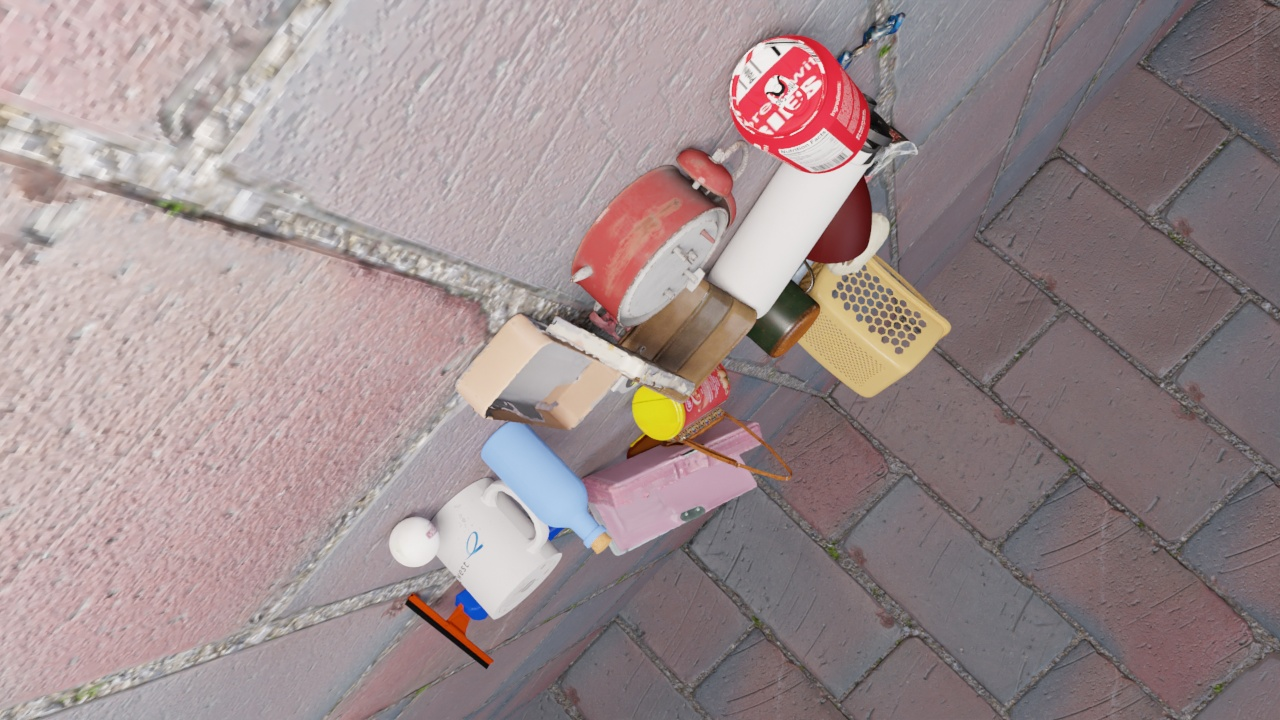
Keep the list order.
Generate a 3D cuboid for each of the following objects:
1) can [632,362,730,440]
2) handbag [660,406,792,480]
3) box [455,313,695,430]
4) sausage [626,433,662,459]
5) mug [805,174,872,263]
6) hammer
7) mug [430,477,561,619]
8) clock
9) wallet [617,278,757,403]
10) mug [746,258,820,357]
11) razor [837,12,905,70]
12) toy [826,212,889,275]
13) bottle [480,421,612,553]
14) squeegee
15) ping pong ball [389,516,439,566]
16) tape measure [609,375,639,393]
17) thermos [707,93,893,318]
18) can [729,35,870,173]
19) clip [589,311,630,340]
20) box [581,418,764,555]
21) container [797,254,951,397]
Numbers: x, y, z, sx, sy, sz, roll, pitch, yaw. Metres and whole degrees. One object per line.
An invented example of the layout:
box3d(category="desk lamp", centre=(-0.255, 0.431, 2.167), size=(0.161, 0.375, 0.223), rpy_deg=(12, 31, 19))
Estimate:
box3d(category="can", centre=(0.049, 0.042, 1.066), size=(0.124, 0.066, 0.067), rpy_deg=(-26, 156, -53))
box3d(category="handbag", centre=(0.101, 0.100, 1.115), size=(0.093, 0.196, 0.043), rpy_deg=(-28, 136, -43))
box3d(category="box", centre=(-0.038, 0.022, 0.709), size=(0.115, 0.095, 0.217), rpy_deg=(-44, 166, 6))
box3d(category="sausage", centre=(0.043, 0.086, 1.229), size=(0.155, 0.040, 0.040), rpy_deg=(-41, 165, -14))
box3d(category="mug", centre=(0.174, -0.153, 0.896), size=(0.114, 0.087, 0.088), rpy_deg=(-14, 138, -11))
box3d(category="hammer", centre=(0.213, -0.143, 1.094), size=(0.140, 0.036, 0.327), rpy_deg=(-30, 159, -43))
box3d(category="mug", centre=(-0.126, 0.158, 0.826), size=(0.082, 0.096, 0.120), rpy_deg=(-27, 156, -52))
box3d(category="clock", centre=(0.026, -0.090, 0.651), size=(0.156, 0.062, 0.110), rpy_deg=(-46, 165, -2))
box3d(category="wallet", centre=(0.037, -0.021, 0.850), size=(0.098, 0.027, 0.121), rpy_deg=(26, 116, -32))
box3d(category="mug", centre=(0.161, -0.067, 1.052), size=(0.111, 0.081, 0.084), rpy_deg=(-51, 165, 18))
box3d(category="razor", centre=(0.153, -0.223, 0.734), size=(0.141, 0.018, 0.043), rpy_deg=(-47, -170, 14))
box3d(category="toy", centre=(0.249, -0.132, 1.053), size=(0.087, 0.050, 0.112), rpy_deg=(-48, 159, 23))
box3d(category="bottle", centre=(-0.074, 0.109, 0.769), size=(0.048, 0.131, 0.048), rpy_deg=(-42, 165, -14))
box3d(category="squeegee", centre=(-0.159, 0.247, 1.065), size=(0.184, 0.055, 0.250), rpy_deg=(-42, 148, -15))
box3d(category="ping pong ball", centre=(-0.184, 0.148, 0.749), size=(0.040, 0.040, 0.040), rpy_deg=(-42, 165, -14))
box3d(category="tape measure", centre=(-0.005, 0.005, 0.912), size=(0.064, 0.017, 0.064), rpy_deg=(-51, 165, 19))
box3d(category="thermos", centre=(0.139, -0.128, 0.820), size=(0.231, 0.068, 0.101), rpy_deg=(-58, -167, 36))
box3d(category="can", centre=(0.113, -0.174, 0.637), size=(0.074, 0.074, 0.142), rpy_deg=(-51, 165, 18))
box3d(category="clip", centre=(-0.027, -0.030, 0.748), size=(0.044, 0.023, 0.060), rpy_deg=(-35, 161, -22))
box3d(category="box", centre=(0.051, 0.161, 1.168), size=(0.232, 0.107, 0.099), rpy_deg=(-21, -170, -28))
box3d(category="container", centre=(0.298, -0.067, 1.207), size=(0.166, 0.183, 0.129), rpy_deg=(-49, 179, -33))
